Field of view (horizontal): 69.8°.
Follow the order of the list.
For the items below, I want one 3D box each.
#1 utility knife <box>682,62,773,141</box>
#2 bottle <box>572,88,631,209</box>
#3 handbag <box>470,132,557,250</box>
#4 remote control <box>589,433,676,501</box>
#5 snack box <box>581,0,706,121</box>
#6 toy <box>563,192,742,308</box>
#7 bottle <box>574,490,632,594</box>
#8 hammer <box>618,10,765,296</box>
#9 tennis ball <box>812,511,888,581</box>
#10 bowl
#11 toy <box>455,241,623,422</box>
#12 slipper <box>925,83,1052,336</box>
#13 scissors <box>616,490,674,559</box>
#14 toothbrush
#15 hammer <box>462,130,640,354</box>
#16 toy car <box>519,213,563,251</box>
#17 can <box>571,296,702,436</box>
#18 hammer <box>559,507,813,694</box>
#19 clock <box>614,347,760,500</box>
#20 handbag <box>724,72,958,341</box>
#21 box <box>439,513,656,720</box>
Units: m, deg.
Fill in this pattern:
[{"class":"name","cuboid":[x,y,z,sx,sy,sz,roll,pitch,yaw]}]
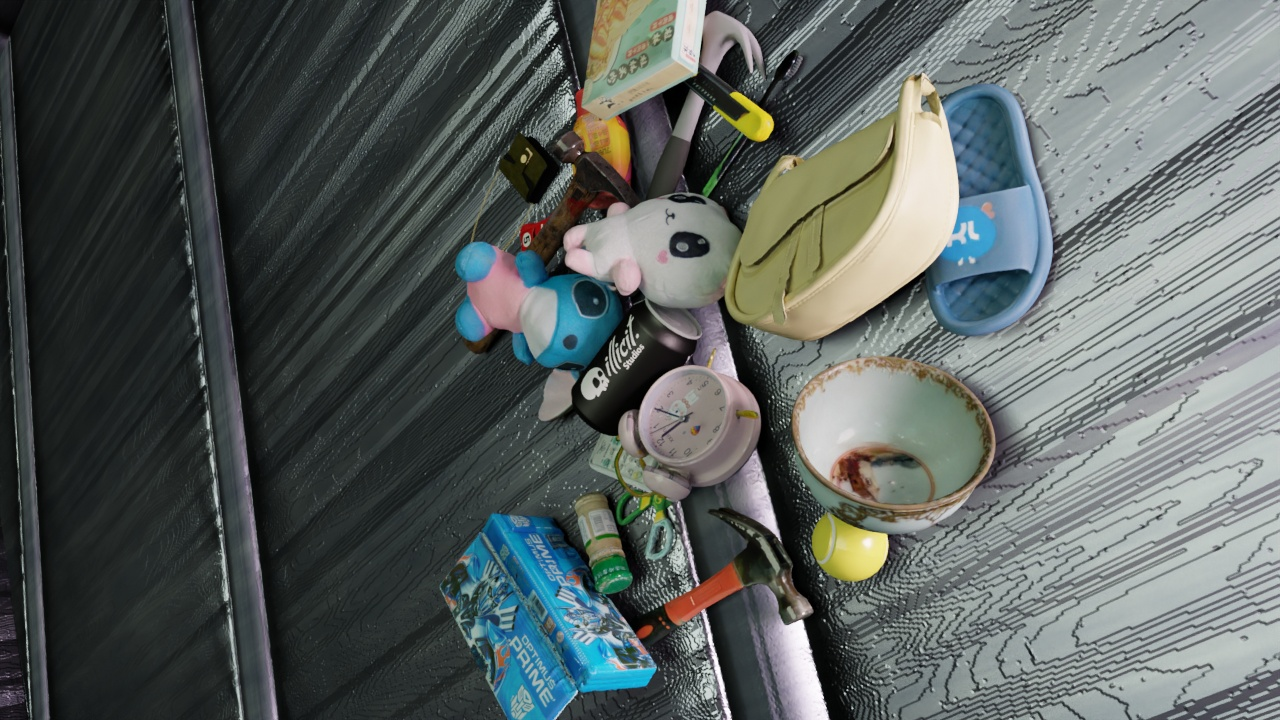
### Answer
[{"class":"utility knife","cuboid":[0.072,-0.272,0.924,0.174,0.020,0.029,48,117,34]},{"class":"bottle","cuboid":[-0.046,-0.243,1.037,0.072,0.048,0.134,-10,80,37]},{"class":"handbag","cuboid":[-0.172,-0.192,1.154,0.084,0.027,0.178,51,119,30]},{"class":"remote control","cuboid":[0.001,0.111,0.976,0.133,0.022,0.050,16,76,43]},{"class":"snack box","cuboid":[0.008,-0.366,0.970,0.142,0.044,0.193,-12,64,47]},{"class":"toy","cuboid":[0.013,-0.110,0.916,0.102,0.179,0.138,100,169,-51]},{"class":"bottle","cuboid":[-0.043,0.196,0.997,0.043,0.042,0.109,-43,50,29]},{"class":"hammer","cuboid":[0.038,-0.214,0.980,0.125,0.029,0.311,31,107,37]},{"class":"tennis ball","cuboid":[0.184,0.161,0.807,0.065,0.065,0.065,-4,84,39]},{"class":"bowl","cuboid":[0.203,0.085,0.765,0.160,0.159,0.094,36,149,35]},{"class":"toy","cuboid":[-0.116,-0.045,1.027,0.191,0.098,0.225,19,126,4]},{"class":"slipper","cuboid":[0.279,-0.127,0.756,0.104,0.059,0.213,-4,83,37]},{"class":"scissors","cuboid":[0.026,0.154,0.972,0.131,0.012,0.112,-39,60,29]},{"class":"toothbrush","cuboid":[0.108,-0.231,0.936,0.014,0.017,0.188,53,121,34]},{"class":"hammer","cuboid":[-0.121,-0.107,1.069,0.120,0.033,0.331,46,129,4]},{"class":"toy car","cuboid":[-0.114,-0.153,1.102,0.090,0.025,0.038,-15,77,38]},{"class":"can","cuboid":[-0.006,0.006,0.965,0.146,0.080,0.080,-52,57,24]},{"class":"hammer","cuboid":[0.022,0.271,0.957,0.334,0.033,0.133,-40,65,31]},{"class":"clock","cuboid":[0.040,0.072,0.909,0.158,0.058,0.116,-40,51,11]},{"class":"handbag","cuboid":[0.165,-0.121,0.790,0.233,0.088,0.190,-22,63,58]},{"class":"box","cuboid":[-0.107,0.281,0.980,0.243,0.114,0.114,45,114,44]}]
